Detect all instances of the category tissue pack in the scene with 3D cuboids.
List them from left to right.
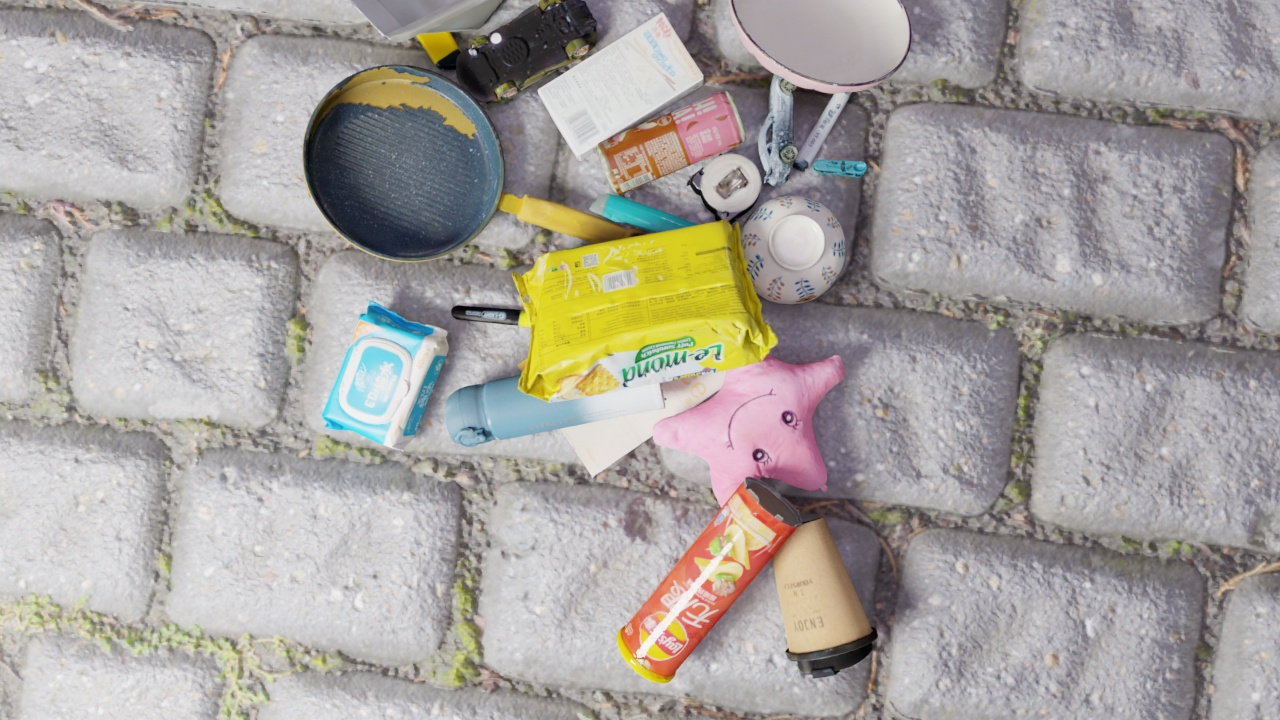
[{"bbox_3d":[-0.264,0.018,0.949,0.090,0.063,0.140,21,89,3],"label":"tissue pack"}]

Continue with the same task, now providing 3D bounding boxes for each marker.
[{"bbox_3d":[-0.139,-0.046,0.970,0.124,0.015,0.018,5,85,4],"label":"marker"},{"bbox_3d":[0.197,-0.257,0.962,0.022,0.018,0.130,31,89,11],"label":"marker"}]

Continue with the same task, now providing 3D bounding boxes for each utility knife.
[{"bbox_3d":[-0.244,-0.381,0.986,0.033,0.015,0.173,-34,86,-5],"label":"utility knife"},{"bbox_3d":[0.025,-0.140,0.956,0.160,0.013,0.029,18,78,-9],"label":"utility knife"}]

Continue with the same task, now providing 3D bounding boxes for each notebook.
[{"bbox_3d":[-0.006,0.006,0.965,0.206,0.010,0.146,-34,86,1],"label":"notebook"}]

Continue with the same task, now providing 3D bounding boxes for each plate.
[{"bbox_3d":[0.177,-0.340,0.929,0.192,0.039,0.192,5,63,-10],"label":"plate"}]

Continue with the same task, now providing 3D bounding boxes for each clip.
[{"bbox_3d":[0.208,-0.201,0.959,0.057,0.046,0.014,7,89,3],"label":"clip"}]

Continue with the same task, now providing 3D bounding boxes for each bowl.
[{"bbox_3d":[0.156,-0.116,0.937,0.113,0.062,0.113,0,89,4],"label":"bowl"}]

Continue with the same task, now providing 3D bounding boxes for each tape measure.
[{"bbox_3d":[0.092,-0.182,0.956,0.066,0.033,0.066,-40,88,1],"label":"tape measure"}]

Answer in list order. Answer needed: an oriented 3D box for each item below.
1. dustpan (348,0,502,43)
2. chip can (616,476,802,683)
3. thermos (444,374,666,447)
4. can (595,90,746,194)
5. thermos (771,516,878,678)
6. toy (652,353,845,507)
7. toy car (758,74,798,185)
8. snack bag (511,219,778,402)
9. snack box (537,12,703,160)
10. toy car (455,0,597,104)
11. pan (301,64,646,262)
[{"bbox_3d":[-0.213,-0.436,0.900,0.222,0.257,0.143,45,114,3],"label":"dustpan"},{"bbox_3d":[0.065,0.215,0.902,0.073,0.073,0.217,37,103,3],"label":"chip can"},{"bbox_3d":[-0.086,0.040,0.929,0.220,0.070,0.070,-12,87,2],"label":"thermos"},{"bbox_3d":[0.031,-0.223,0.941,0.147,0.058,0.058,-21,87,6],"label":"can"},{"bbox_3d":[0.175,0.233,0.914,0.093,0.093,0.143,-16,80,2],"label":"thermos"},{"bbox_3d":[0.130,0.064,0.925,0.178,0.074,0.194,42,95,-6],"label":"toy"},{"bbox_3d":[0.141,-0.241,0.945,0.037,0.054,0.120,3,88,0],"label":"toy car"},{"bbox_3d":[-0.003,-0.055,0.896,0.246,0.068,0.157,-11,55,4],"label":"snack bag"},{"bbox_3d":[-0.021,-0.288,0.967,0.157,0.027,0.084,-31,87,1],"label":"snack box"},{"bbox_3d":[-0.120,-0.327,0.965,0.158,0.042,0.070,-29,87,0],"label":"toy car"},{"bbox_3d":[-0.161,-0.173,0.941,0.357,0.078,0.197,19,83,-18],"label":"pan"}]
